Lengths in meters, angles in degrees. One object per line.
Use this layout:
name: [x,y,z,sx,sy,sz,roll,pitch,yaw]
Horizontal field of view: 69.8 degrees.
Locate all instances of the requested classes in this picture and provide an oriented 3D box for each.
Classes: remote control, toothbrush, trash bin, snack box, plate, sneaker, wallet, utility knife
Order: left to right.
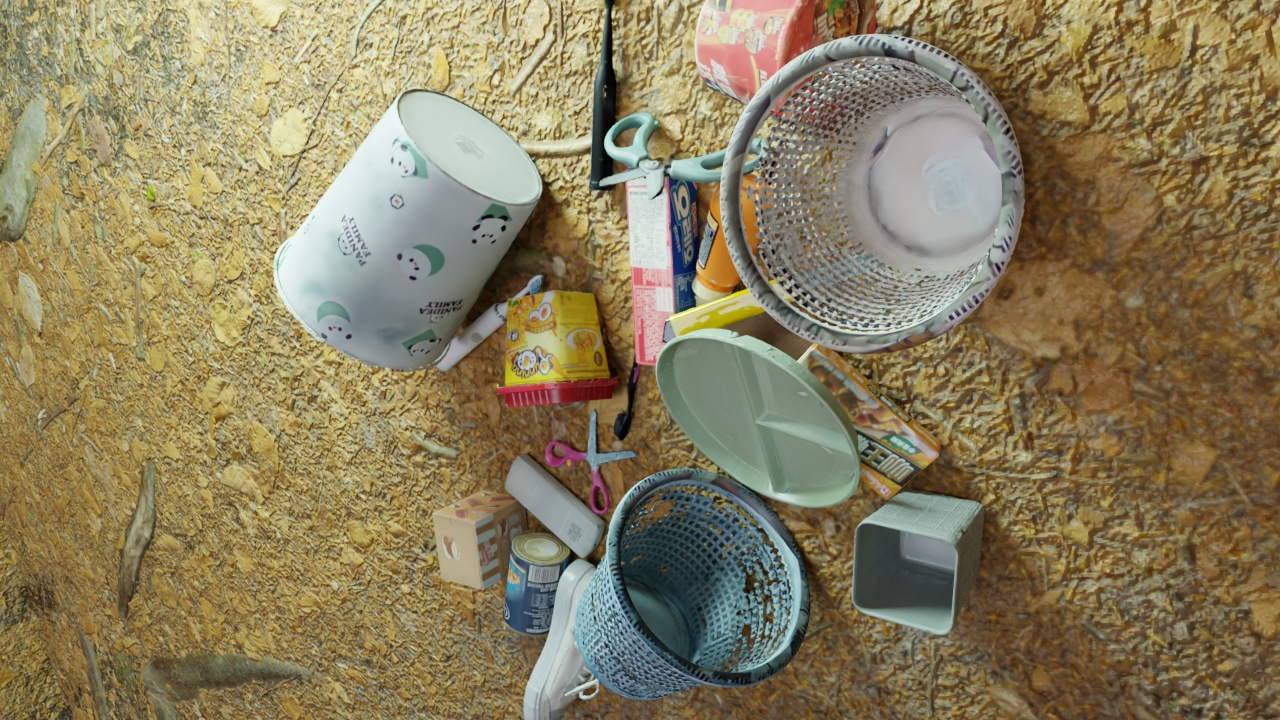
trash bin: [-0.256,-0.152,1.051,0.229,0.229,0.253,51,119,13]
snack box: [-0.204,0.229,1.186,0.077,0.094,0.093,5,105,35]
toothbrush: [-0.190,-0.046,1.143,0.222,0.026,0.026,-34,49,36]
remote control: [-0.108,0.181,1.150,0.150,0.021,0.058,38,121,22]
sneaker: [-0.074,0.370,1.144,0.091,0.089,0.242,24,109,23]
toothbrush: [-0.038,-0.288,0.971,0.026,0.027,0.213,0,106,-10]
toothbrush: [-0.006,0.006,1.036,0.018,0.014,0.189,32,119,39]
snack box: [0.027,-0.099,0.957,0.058,0.057,0.207,7,107,36]
trash bin: [0.032,0.257,0.971,0.226,0.225,0.196,52,138,13]
plate: [0.114,0.056,0.893,0.230,0.027,0.231,31,149,21]
wallet: [0.126,0.000,0.931,0.124,0.032,0.101,36,118,21]
utility knife: [0.124,-0.060,0.894,0.231,0.015,0.033,-19,99,21]
snack box: [0.202,0.057,0.874,0.154,0.026,0.075,41,122,4]
trash bin: [0.207,-0.134,0.733,0.228,0.191,0.228,10,108,33]

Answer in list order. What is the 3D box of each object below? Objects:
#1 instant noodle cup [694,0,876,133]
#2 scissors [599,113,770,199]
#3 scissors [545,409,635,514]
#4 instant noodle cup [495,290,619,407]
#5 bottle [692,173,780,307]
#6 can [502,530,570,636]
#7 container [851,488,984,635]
instant noodle cup: [0.121,-0.275,0.800,0.109,0.137,0.138,27,117,36]
scissors: [0.037,-0.207,0.901,0.169,0.175,0.019,-109,8,-48]
scissors: [-0.059,0.125,1.106,0.134,0.017,0.136,-10,94,33]
instant noodle cup: [-0.096,-0.013,1.041,0.116,0.115,0.123,-6,87,37]
bottle: [0.087,-0.110,0.912,0.067,0.066,0.150,37,128,22]
can: [-0.131,0.281,1.161,0.075,0.075,0.111,22,114,29]
container: [0.257,0.175,0.832,0.090,0.114,0.090,10,108,33]
